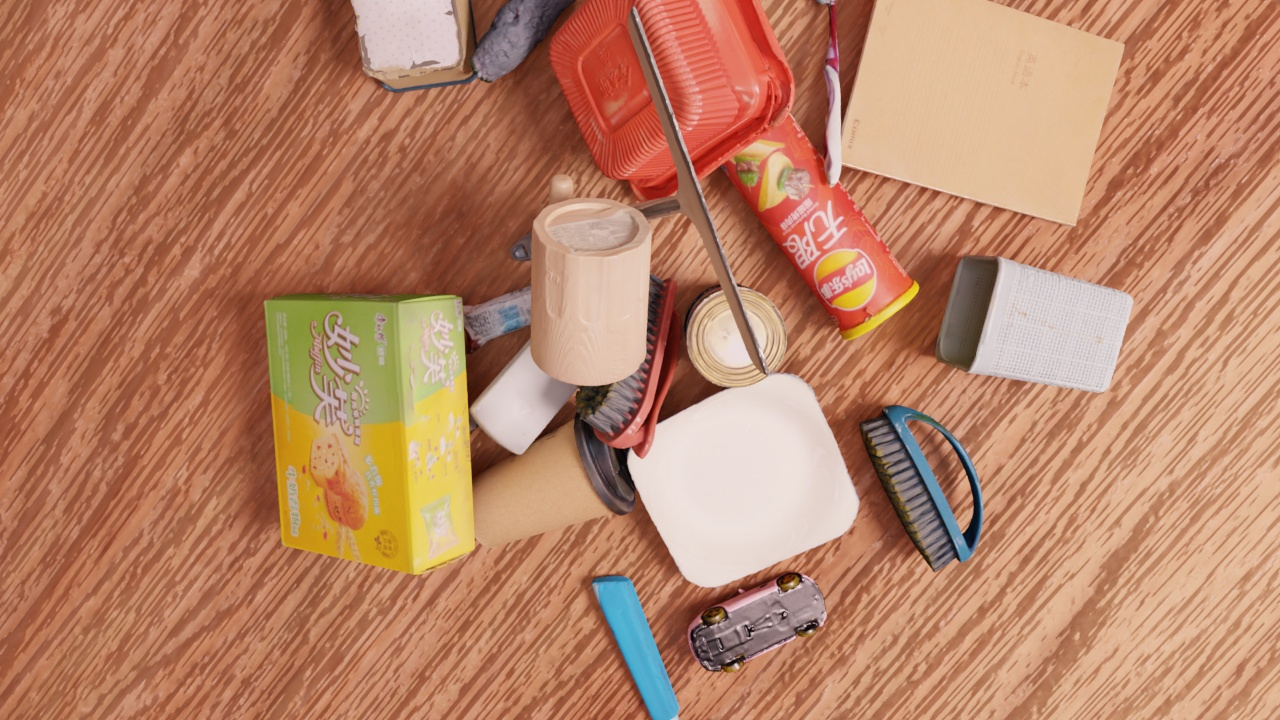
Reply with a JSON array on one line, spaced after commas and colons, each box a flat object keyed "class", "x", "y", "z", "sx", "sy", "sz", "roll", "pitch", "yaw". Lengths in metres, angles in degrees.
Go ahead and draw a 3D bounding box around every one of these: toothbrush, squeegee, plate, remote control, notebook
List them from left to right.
[{"class": "remote control", "x": -0.077, "y": 0.011, "z": 0.744, "sx": 0.056, "sy": 0.019, "sz": 0.135, "roll": 45, "pitch": 71, "yaw": -19}, {"class": "squeegee", "x": -0.022, "y": -0.101, "z": 0.684, "sx": 0.039, "sy": 0.247, "sz": 0.246, "roll": -31, "pitch": 106, "yaw": -35}, {"class": "plate", "x": 0.084, "y": 0.096, "z": 0.758, "sx": 0.164, "sy": 0.034, "sz": 0.164, "roll": -24, "pitch": 109, "yaw": 5}, {"class": "toothbrush", "x": 0.144, "y": -0.221, "z": 0.708, "sx": 0.017, "sy": 0.016, "sz": 0.187, "roll": 5, "pitch": 75, "yaw": -12}, {"class": "notebook", "x": 0.266, "y": -0.202, "z": 0.718, "sx": 0.211, "sy": 0.012, "sz": 0.149, "roll": 12, "pitch": 96, "yaw": -10}]

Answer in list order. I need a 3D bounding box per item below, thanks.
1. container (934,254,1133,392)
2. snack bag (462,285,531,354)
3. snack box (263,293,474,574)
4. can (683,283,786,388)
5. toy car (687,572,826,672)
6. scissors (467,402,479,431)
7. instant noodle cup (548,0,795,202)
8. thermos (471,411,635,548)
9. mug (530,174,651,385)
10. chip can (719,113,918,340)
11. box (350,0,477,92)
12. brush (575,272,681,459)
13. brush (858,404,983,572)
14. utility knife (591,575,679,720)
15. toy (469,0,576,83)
[{"class": "container", "x": 0.308, "y": -0.027, "z": 0.720, "sx": 0.111, "sy": 0.090, "sz": 0.090, "roll": 13, "pitch": 97, "yaw": -2}, {"class": "snack bag", "x": -0.111, "y": -0.039, "z": 0.767, "sx": 0.105, "sy": 0.026, "sz": 0.045, "roll": -19, "pitch": 113, "yaw": 4}, {"class": "snack box", "x": -0.217, "y": 0.052, "z": 0.730, "sx": 0.158, "sy": 0.069, "sz": 0.210, "roll": 3, "pitch": 99, "yaw": 32}, {"class": "can", "x": 0.072, "y": -0.022, "z": 0.718, "sx": 0.075, "sy": 0.111, "sz": 0.075, "roll": 0, "pitch": 97, "yaw": 2}, {"class": "toy car", "x": 0.099, "y": 0.223, "z": 0.786, "sx": 0.122, "sy": 0.037, "sz": 0.056, "roll": -22, "pitch": 98, "yaw": -8}, {"class": "scissors", "x": -0.164, "y": 0.053, "z": 0.789, "sx": 0.147, "sy": 0.012, "sz": 0.169, "roll": 22, "pitch": 96, "yaw": -1}, {"class": "instant noodle cup", "x": 0.009, "y": -0.209, "z": 0.664, "sx": 0.189, "sy": 0.078, "sz": 0.164, "roll": -26, "pitch": 89, "yaw": 50}, {"class": "thermos", "x": -0.072, "y": 0.100, "z": 0.756, "sx": 0.143, "sy": 0.093, "sz": 0.093, "roll": -23, "pitch": 95, "yaw": 13}, {"class": "mug", "x": -0.041, "y": -0.060, "z": 0.647, "sx": 0.084, "sy": 0.124, "sz": 0.104, "roll": -9, "pitch": 131, "yaw": -17}, {"class": "chip can", "x": 0.129, "y": -0.122, "z": 0.724, "sx": 0.073, "sy": 0.073, "sz": 0.216, "roll": -36, "pitch": 94, "yaw": 6}, {"class": "box", "x": -0.182, "y": -0.299, "z": 0.725, "sx": 0.090, "sy": 0.059, "sz": 0.184, "roll": -4, "pitch": 99, "yaw": 4}, {"class": "brush", "x": -0.004, "y": 0.004, "z": 0.718, "sx": 0.063, "sy": 0.145, "sz": 0.069, "roll": -20, "pitch": 136, "yaw": 40}, {"class": "brush", "x": 0.238, "y": 0.099, "z": 0.753, "sx": 0.073, "sy": 0.055, "sz": 0.144, "roll": -28, "pitch": 95, "yaw": 6}, {"class": "utility knife", "x": 0.002, "y": 0.263, "z": 0.803, "sx": 0.034, "sy": 0.018, "sz": 0.166, "roll": -21, "pitch": 98, "yaw": 8}, {"class": "toy", "x": -0.037, "y": -0.376, "z": 0.693, "sx": 0.138, "sy": 0.091, "sz": 0.356, "roll": 18, "pitch": 95, "yaw": 13}]
